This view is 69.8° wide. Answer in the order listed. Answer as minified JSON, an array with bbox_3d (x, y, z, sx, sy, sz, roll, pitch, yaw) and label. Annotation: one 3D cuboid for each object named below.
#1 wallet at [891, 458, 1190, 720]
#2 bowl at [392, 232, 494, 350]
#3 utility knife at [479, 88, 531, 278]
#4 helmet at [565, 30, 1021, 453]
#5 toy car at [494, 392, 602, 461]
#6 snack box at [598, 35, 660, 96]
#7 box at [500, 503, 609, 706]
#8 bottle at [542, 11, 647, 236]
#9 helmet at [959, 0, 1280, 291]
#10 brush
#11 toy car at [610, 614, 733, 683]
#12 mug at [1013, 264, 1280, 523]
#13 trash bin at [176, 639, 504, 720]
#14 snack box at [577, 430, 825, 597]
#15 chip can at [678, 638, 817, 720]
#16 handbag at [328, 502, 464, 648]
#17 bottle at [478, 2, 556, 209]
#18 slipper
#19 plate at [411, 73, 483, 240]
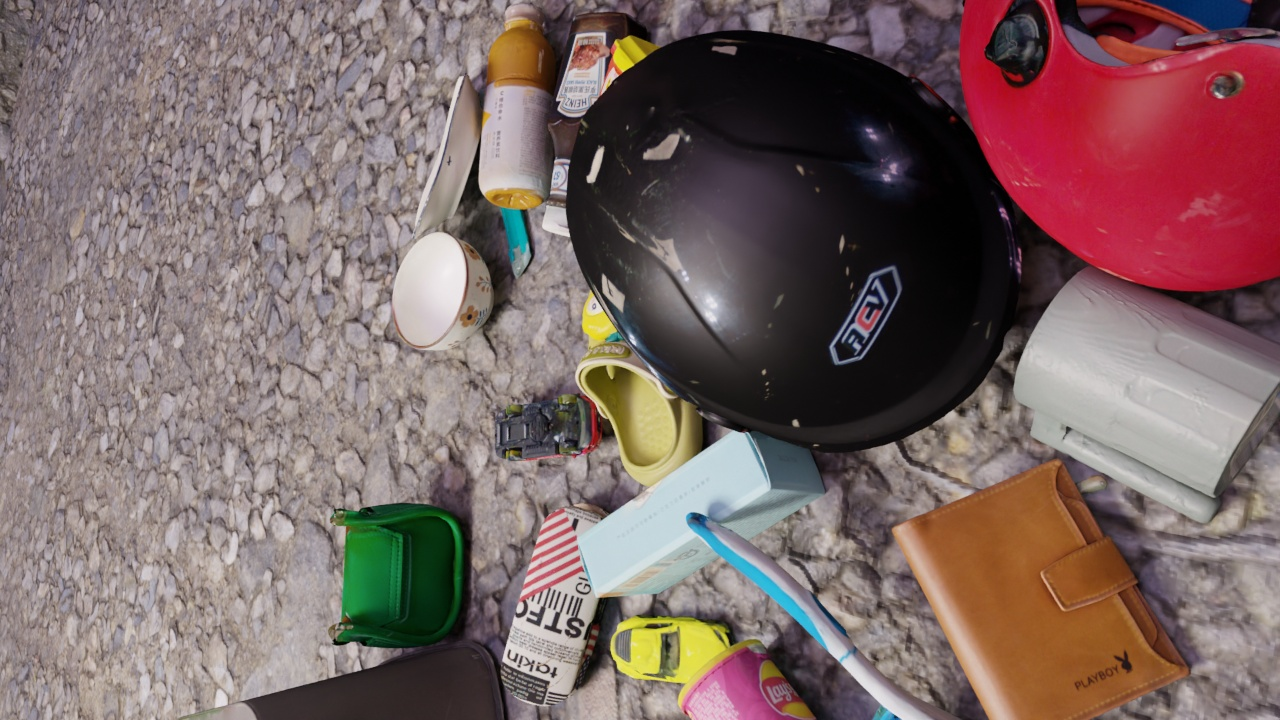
[{"bbox_3d":[0.224,0.130,0.510,0.119,0.035,0.130,-24,68,0],"label":"wallet"},{"bbox_3d":[-0.183,-0.062,0.891,0.114,0.062,0.113,-10,75,37],"label":"bowl"},{"bbox_3d":[-0.137,-0.182,0.907,0.029,0.013,0.221,-29,64,32],"label":"utility knife"},{"bbox_3d":[0.083,-0.074,0.557,0.234,0.230,0.274,-60,36,16],"label":"helmet"},{"bbox_3d":[-0.077,0.059,0.789,0.121,0.045,0.053,-11,77,44],"label":"toy car"},{"bbox_3d":[0.008,-0.206,0.747,0.080,0.082,0.091,-61,34,27],"label":"snack box"},{"bbox_3d":[-0.057,0.198,0.753,0.075,0.081,0.163,15,90,9],"label":"box"},{"bbox_3d":[-0.049,-0.208,0.819,0.080,0.044,0.195,15,92,39],"label":"bottle"},{"bbox_3d":[0.255,-0.127,0.459,0.240,0.206,0.144,54,145,38],"label":"helmet"},{"bbox_3d":[0.139,0.207,0.538,0.315,0.060,0.109,25,91,25],"label":"brush"},{"bbox_3d":[0.022,0.216,0.685,0.105,0.032,0.048,-8,76,37],"label":"toy car"},{"bbox_3d":[0.262,0.023,0.477,0.083,0.124,0.103,-38,49,-22],"label":"mug"},{"bbox_3d":[-0.254,0.355,0.768,0.199,0.219,0.198,-24,68,35],"label":"trash bin"},{"bbox_3d":[0.040,0.112,0.661,0.175,0.074,0.051,-38,60,29],"label":"snack box"},{"bbox_3d":[0.111,0.280,0.572,0.071,0.071,0.210,-54,54,19],"label":"chip can"},{"bbox_3d":[-0.227,0.196,0.841,0.068,0.120,0.131,-11,76,44],"label":"handbag"},{"bbox_3d":[-0.113,-0.240,0.862,0.068,0.068,0.189,-6,78,39],"label":"bottle"},{"bbox_3d":[-0.004,0.004,0.717,0.092,0.081,0.190,-20,72,33],"label":"slipper"},{"bbox_3d":[-0.186,-0.197,0.903,0.164,0.034,0.164,-128,56,-69],"label":"plate"}]
